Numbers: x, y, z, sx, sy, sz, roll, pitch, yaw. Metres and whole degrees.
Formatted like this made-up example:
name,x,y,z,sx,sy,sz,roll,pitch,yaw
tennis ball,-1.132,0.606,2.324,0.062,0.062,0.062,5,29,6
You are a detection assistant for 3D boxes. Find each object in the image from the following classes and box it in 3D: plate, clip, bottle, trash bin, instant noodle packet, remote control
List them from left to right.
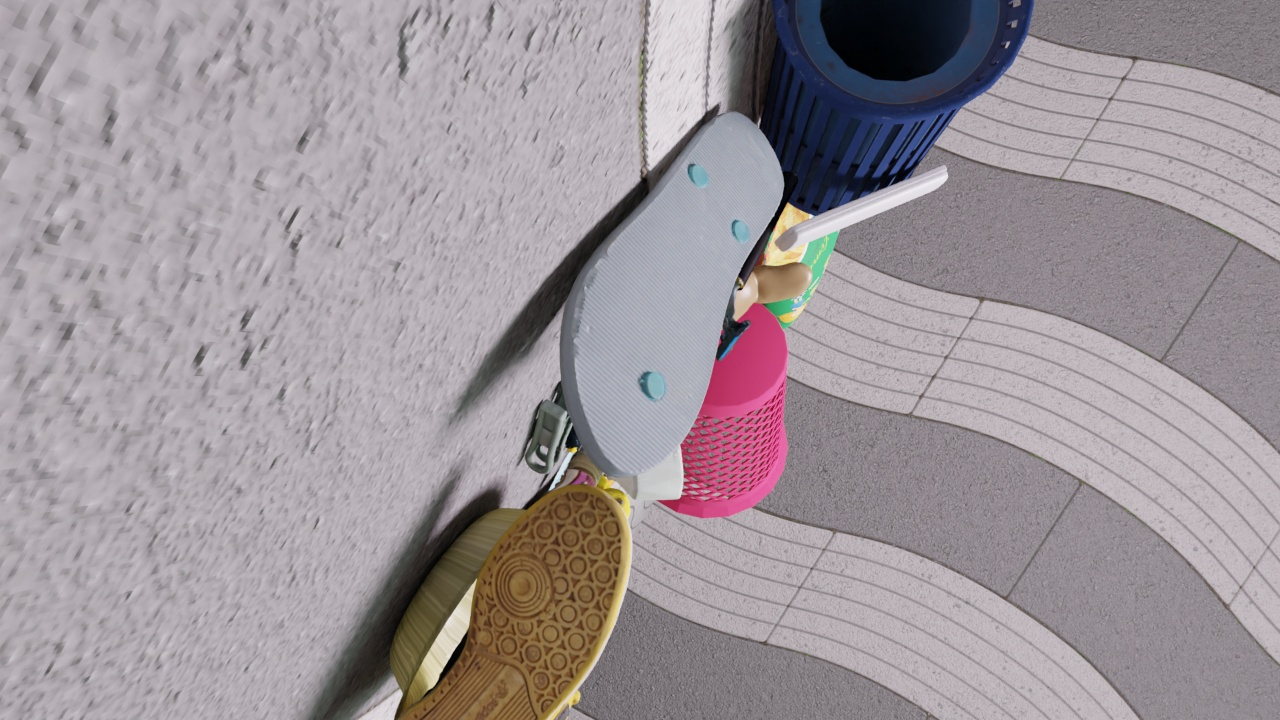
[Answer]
name,x,y,z,sx,sy,sz,roll,pitch,yaw
plate,-0.123,0.159,0.626,0.184,0.036,0.184,-56,171,-13
clip,-0.065,0.052,0.632,0.078,0.023,0.050,-64,168,27
bottle,-0.073,0.142,0.796,0.060,0.059,0.165,-64,178,37
instant noodle packet,0.153,-0.137,0.920,0.253,0.090,0.195,70,39,-69
trash bin,0.150,-0.186,0.621,0.139,0.139,0.249,-58,174,-3
remote control,0.153,-0.104,0.630,0.130,0.012,0.033,-23,175,-17

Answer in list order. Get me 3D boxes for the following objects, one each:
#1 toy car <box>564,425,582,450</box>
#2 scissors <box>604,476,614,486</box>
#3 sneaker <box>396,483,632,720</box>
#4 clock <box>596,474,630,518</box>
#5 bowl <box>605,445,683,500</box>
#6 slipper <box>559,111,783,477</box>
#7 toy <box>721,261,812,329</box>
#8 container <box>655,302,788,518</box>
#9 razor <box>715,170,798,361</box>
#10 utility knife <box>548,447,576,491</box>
name,x,y,z,sx,sy,sz,roll,pitch,yaw
toy car,-0.026,0.016,0.683,0.112,0.034,0.046,-58,172,5
scissors,-0.038,0.149,1.194,0.128,0.011,0.125,-60,173,5
sneaker,-0.066,0.176,0.574,0.239,0.086,0.122,-55,166,11
clock,-0.052,0.152,0.884,0.083,0.057,0.119,-45,-175,-10
bowl,-0.006,0.078,0.854,0.061,0.117,0.118,-11,158,-12
slipper,0.011,-0.052,0.534,0.055,0.098,0.268,-15,-141,44
toy,0.040,-0.050,0.643,0.108,0.134,0.106,-44,123,-55
container,0.075,0.039,0.955,0.182,0.183,0.226,-55,164,-23
razor,0.074,-0.068,0.596,0.043,0.022,0.144,121,-8,-64
utility knife,-0.036,0.035,0.751,0.030,0.018,0.191,-33,151,-61
